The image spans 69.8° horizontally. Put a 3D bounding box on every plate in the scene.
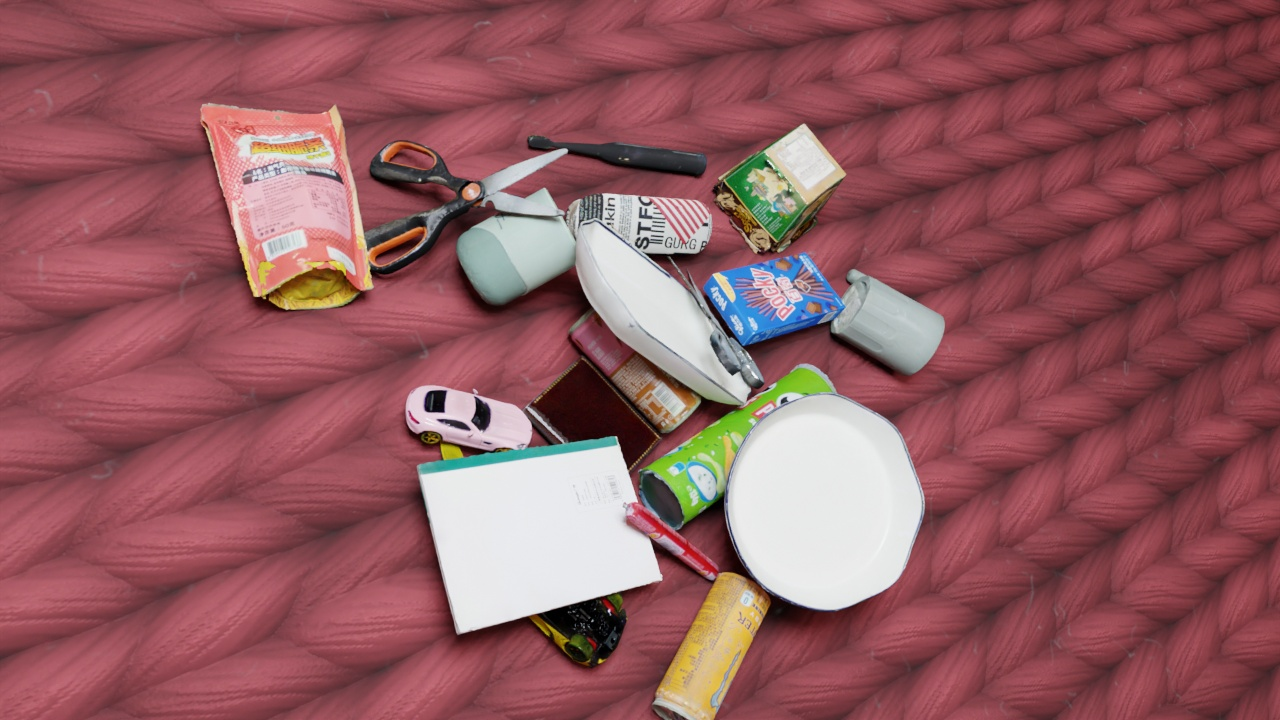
[{"bbox_3d":[0.021,-0.039,0.914,0.265,0.034,0.162,33,27,-46],"label":"plate"},{"bbox_3d":[0.174,0.137,0.895,0.204,0.046,0.204,2,83,-13],"label":"plate"}]

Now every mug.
[{"bbox_3d":[-0.123,-0.115,0.917,0.106,0.111,0.082,-29,117,2],"label":"mug"},{"bbox_3d":[0.290,-0.053,1.089,0.103,0.084,0.123,28,35,-11],"label":"mug"}]

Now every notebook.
[{"bbox_3d":[-0.087,0.150,0.832,0.208,0.012,0.150,-5,67,-35],"label":"notebook"}]

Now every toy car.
[{"bbox_3d":[-0.159,0.055,0.861,0.122,0.037,0.056,15,46,-19],"label":"toy car"},{"bbox_3d":[-0.078,0.212,0.839,0.156,0.041,0.071,43,49,-7],"label":"toy car"}]

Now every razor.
[{"bbox_3d":[-0.163,0.128,0.847,0.043,0.028,0.132,-12,74,-23],"label":"razor"}]

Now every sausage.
[{"bbox_3d":[0.032,0.176,0.887,0.156,0.020,0.020,43,56,-34],"label":"sausage"}]

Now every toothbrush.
[{"bbox_3d":[-0.025,-0.237,1.046,0.212,0.026,0.027,3,35,-21],"label":"toothbrush"}]

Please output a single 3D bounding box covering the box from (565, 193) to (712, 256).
[{"bbox_3d":[-0.005,-0.145,1.014,0.163,0.079,0.074,-3,100,-26],"label":"box"}]

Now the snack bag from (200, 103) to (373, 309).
[{"bbox_3d":[-0.327,-0.153,0.864,0.128,0.073,0.207,-9,69,-31],"label":"snack bag"}]

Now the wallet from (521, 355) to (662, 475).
[{"bbox_3d":[-0.047,0.065,0.925,0.122,0.020,0.096,46,56,-1],"label":"wallet"}]

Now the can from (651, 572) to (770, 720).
[{"bbox_3d":[0.069,0.276,0.871,0.058,0.058,0.145,37,61,-7],"label":"can"}]

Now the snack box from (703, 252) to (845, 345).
[{"bbox_3d":[0.154,-0.072,1.037,0.156,0.026,0.084,-16,65,-37],"label":"snack box"}]

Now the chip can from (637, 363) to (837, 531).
[{"bbox_3d":[0.105,0.087,0.951,0.235,0.072,0.072,-30,85,-29],"label":"chip can"}]

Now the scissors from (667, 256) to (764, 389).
[{"bbox_3d":[0.080,-0.037,0.981,0.172,0.014,0.159,47,17,-14],"label":"scissors"}]

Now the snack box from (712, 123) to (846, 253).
[{"bbox_3d":[0.169,-0.205,1.070,0.117,0.106,0.118,-39,90,-31],"label":"snack box"}]

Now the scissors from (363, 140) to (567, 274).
[{"bbox_3d":[-0.184,-0.164,0.888,0.221,0.022,0.223,-40,63,-2],"label":"scissors"}]

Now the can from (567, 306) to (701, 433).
[{"bbox_3d":[-0.006,0.006,0.942,0.147,0.058,0.057,47,60,-1],"label":"can"}]
